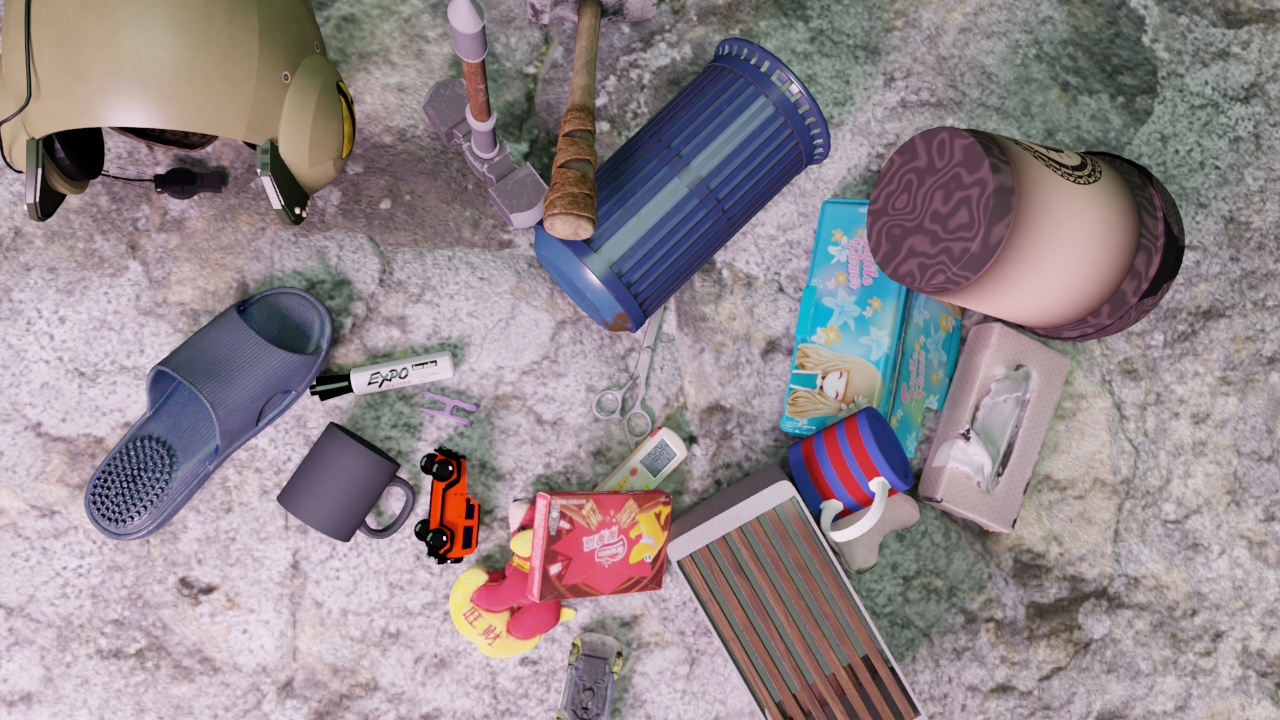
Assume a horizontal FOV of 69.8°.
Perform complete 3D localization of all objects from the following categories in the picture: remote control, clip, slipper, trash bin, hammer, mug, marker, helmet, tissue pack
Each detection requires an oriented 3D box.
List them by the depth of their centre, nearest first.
[{"bbox_3d":[-0.123,-0.201,0.699,0.043,0.322,0.156,-38,89,-9],"label":"hammer"},{"bbox_3d":[-0.344,-0.213,0.699,0.250,0.256,0.233,0,88,-8],"label":"helmet"},{"bbox_3d":[0.176,0.099,0.759,0.076,0.111,0.075,-31,118,25],"label":"mug"},{"bbox_3d":[-0.373,0.036,0.764,0.101,0.082,0.263,39,83,12],"label":"slipper"},{"bbox_3d":[0.128,0.218,0.781,0.114,0.114,0.229,-30,88,4],"label":"trash bin"},{"bbox_3d":[-0.048,-0.229,0.784,0.121,0.049,0.318,6,56,-6],"label":"hammer"},{"bbox_3d":[-0.244,0.112,0.790,0.105,0.071,0.077,38,80,-29],"label":"mug"},{"bbox_3d":[0.030,-0.146,0.807,0.249,0.139,0.139,-44,91,-7],"label":"trash bin"},{"bbox_3d":[-0.230,0.015,0.817,0.126,0.025,0.025,-11,86,-8],"label":"marker"},{"bbox_3d":[-0.172,0.040,0.828,0.053,0.013,0.037,34,83,-5],"label":"clip"},{"bbox_3d":[-0.010,0.112,0.831,0.125,0.018,0.038,-44,114,-10],"label":"remote control"},{"bbox_3d":[0.329,0.060,0.851,0.104,0.071,0.181,24,85,-15],"label":"tissue pack"}]

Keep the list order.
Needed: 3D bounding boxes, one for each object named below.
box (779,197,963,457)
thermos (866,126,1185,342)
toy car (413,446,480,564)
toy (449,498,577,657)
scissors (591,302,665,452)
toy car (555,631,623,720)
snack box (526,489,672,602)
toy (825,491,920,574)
[{"bbox_3d":[0.230,-0.029,0.851,0.172,0.083,0.227,13,83,-5],"label":"box"},{"bbox_3d":[0.321,-0.110,0.783,0.225,0.173,0.172,7,83,-31],"label":"thermos"},{"bbox_3d":[-0.166,0.126,0.798,0.048,0.051,0.100,5,90,-26],"label":"toy car"},{"bbox_3d":[-0.102,0.195,0.797,0.105,0.067,0.137,29,89,-2],"label":"toy"},{"bbox_3d":[0.010,0.009,0.851,0.090,0.014,0.171,37,84,-3],"label":"scissors"},{"bbox_3d":[-0.046,0.293,0.807,0.048,0.033,0.105,12,79,-3],"label":"toy car"},{"bbox_3d":[-0.033,0.157,0.790,0.132,0.021,0.089,5,91,-38],"label":"snack box"},{"bbox_3d":[0.196,0.136,0.840,0.098,0.053,0.096,-36,67,-28],"label":"toy"}]
